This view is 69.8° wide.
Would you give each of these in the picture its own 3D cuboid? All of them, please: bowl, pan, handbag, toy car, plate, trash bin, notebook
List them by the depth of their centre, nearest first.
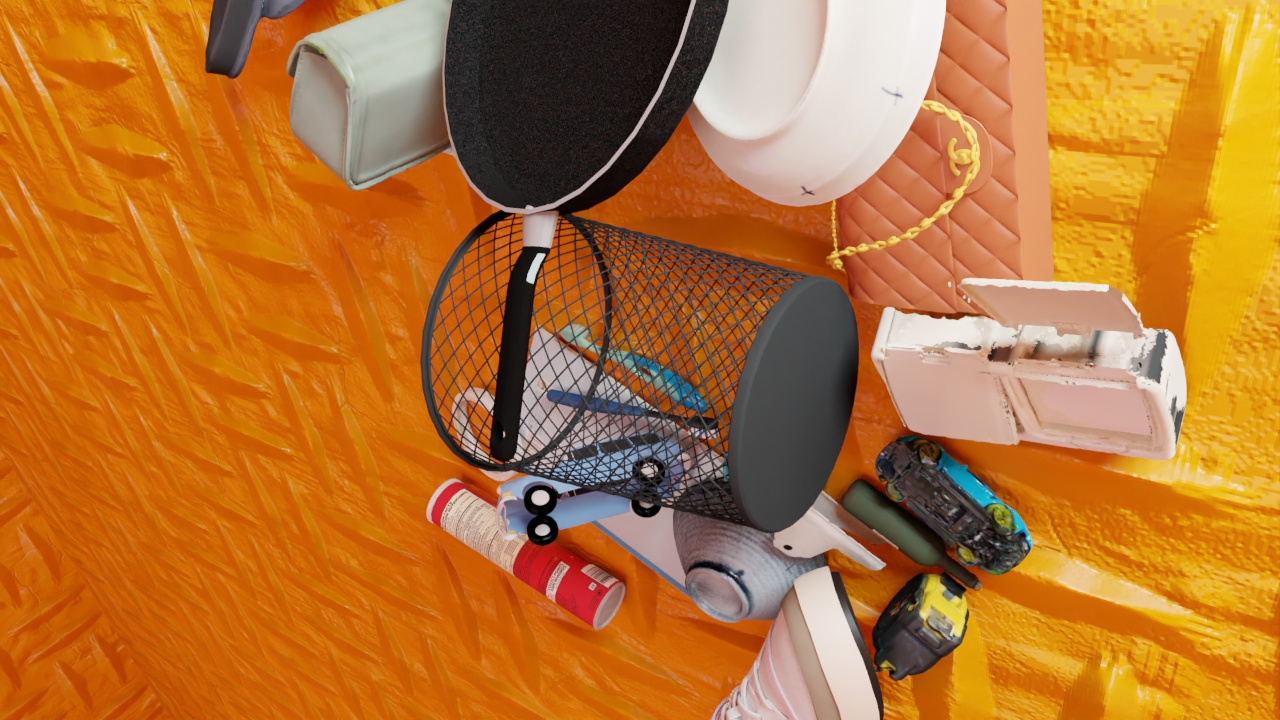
[{"bbox_3d":[0.064,-0.166,0.446,0.182,0.034,0.182,26,122,52],"label":"plate"},{"bbox_3d":[0.139,-0.108,0.463,0.109,0.060,0.172,10,126,41],"label":"handbag"},{"bbox_3d":[-0.044,-0.123,0.489,0.226,0.034,0.356,7,91,49],"label":"pan"},{"bbox_3d":[0.006,0.006,0.563,0.210,0.183,0.184,14,128,34],"label":"trash bin"},{"bbox_3d":[0.198,0.087,0.578,0.105,0.032,0.048,42,139,16],"label":"toy car"},{"bbox_3d":[-0.171,-0.188,0.623,0.067,0.121,0.106,42,141,10],"label":"handbag"},{"bbox_3d":[-0.038,0.095,0.702,0.056,0.153,0.054,94,159,-49],"label":"toy car"},{"bbox_3d":[0.071,0.165,0.714,0.137,0.057,0.137,21,132,25],"label":"bowl"},{"bbox_3d":[-0.007,0.101,0.783,0.253,0.009,0.182,35,137,14],"label":"notebook"}]

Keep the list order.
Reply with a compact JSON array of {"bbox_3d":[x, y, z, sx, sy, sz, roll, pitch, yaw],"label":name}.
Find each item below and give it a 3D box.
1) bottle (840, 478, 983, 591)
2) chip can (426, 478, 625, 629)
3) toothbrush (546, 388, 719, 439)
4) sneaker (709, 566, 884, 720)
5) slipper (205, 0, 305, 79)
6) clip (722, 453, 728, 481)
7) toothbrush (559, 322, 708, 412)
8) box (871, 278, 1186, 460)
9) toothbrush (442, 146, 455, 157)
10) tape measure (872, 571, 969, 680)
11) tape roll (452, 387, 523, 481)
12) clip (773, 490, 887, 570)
[{"bbox_3d":[0.184,0.120,0.619,0.106,0.025,0.025,37,138,14],"label":"bottle"},{"bbox_3d":[-0.116,0.190,0.912,0.215,0.051,0.052,27,134,23],"label":"chip can"},{"bbox_3d":[-0.010,0.040,0.720,0.168,0.014,0.014,8,113,37],"label":"toothbrush"},{"bbox_3d":[0.101,0.256,0.689,0.116,0.111,0.294,-11,139,-3],"label":"sneaker"},{"bbox_3d":[-0.226,-0.302,0.625,0.266,0.083,0.108,-52,43,36],"label":"slipper"},{"bbox_3d":[0.114,0.067,0.642,0.120,0.030,0.131,45,137,7],"label":"clip"},{"bbox_3d":[-0.004,0.004,0.704,0.135,0.017,0.022,28,135,18],"label":"toothbrush"},{"bbox_3d":[0.178,-0.002,0.451,0.144,0.044,0.184,6,156,39],"label":"box"},{"bbox_3d":[-0.156,-0.165,0.705,0.155,0.016,0.022,29,173,21],"label":"toothbrush"},{"bbox_3d":[0.190,0.179,0.623,0.042,0.072,0.072,35,126,10],"label":"tape measure"},{"bbox_3d":[-0.144,0.070,0.862,0.093,0.013,0.093,28,131,36],"label":"tape roll"},{"bbox_3d":[0.123,0.111,0.653,0.102,0.052,0.060,39,148,-15],"label":"clip"}]
